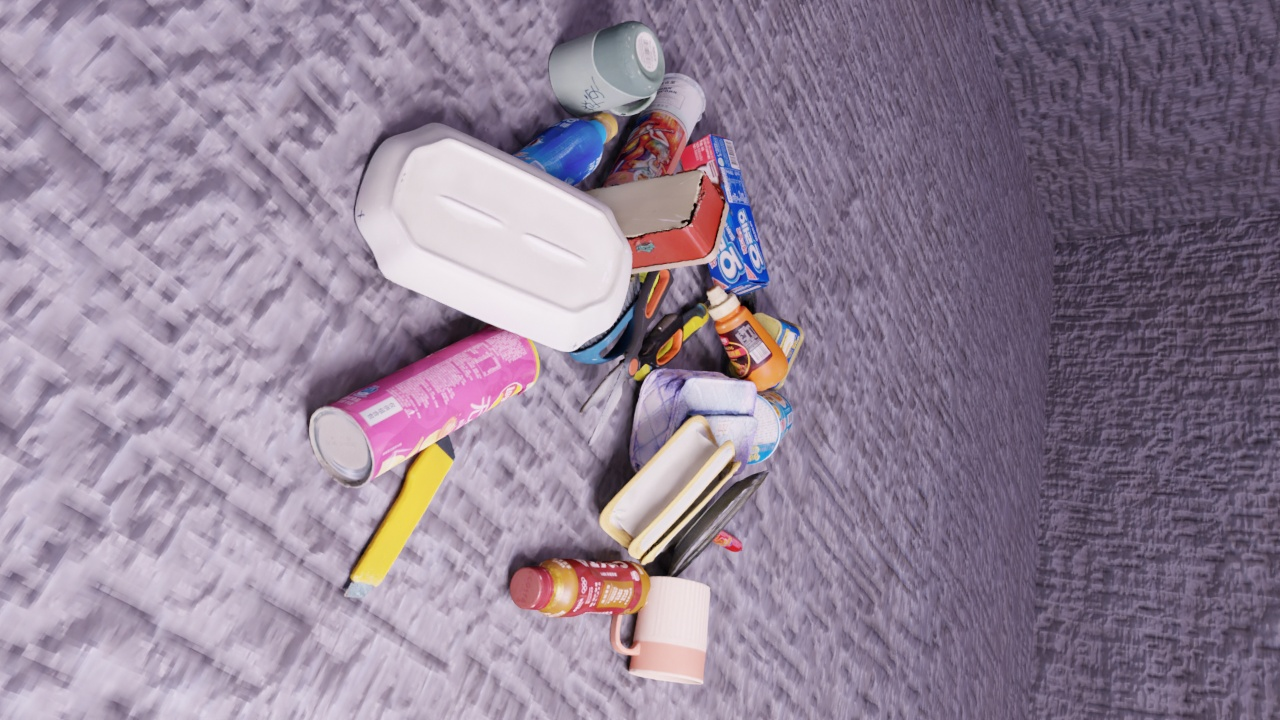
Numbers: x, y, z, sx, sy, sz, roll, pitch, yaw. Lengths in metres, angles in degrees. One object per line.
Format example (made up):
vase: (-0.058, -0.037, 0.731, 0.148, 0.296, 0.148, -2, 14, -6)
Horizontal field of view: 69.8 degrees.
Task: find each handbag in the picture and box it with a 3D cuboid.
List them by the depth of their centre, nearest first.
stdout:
handbag: (0.047, 0.161, 1.030, 0.163, 0.063, 0.179, -45, 152, -8)
handbag: (0.071, 0.082, 1.119, 0.193, 0.076, 0.134, 3, 100, -54)

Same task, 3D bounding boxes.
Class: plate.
plate: (-0.118, -0.113, 0.824, 0.265, 0.034, 0.161, 24, 70, -24)
plate: (0.086, 0.191, 1.091, 0.024, 0.180, 0.179, 41, 34, 14)

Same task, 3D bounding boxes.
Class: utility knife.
utility knife: (-0.203, 0.131, 0.779, 0.033, 0.015, 0.167, 51, 47, -30)

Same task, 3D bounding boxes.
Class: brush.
brush: (-0.033, -0.043, 1.014, 0.143, 0.055, 0.073, -55, 128, -44)

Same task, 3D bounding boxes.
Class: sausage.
sausage: (0.094, 0.224, 1.192, 0.156, 0.020, 0.020, 38, 55, -46)

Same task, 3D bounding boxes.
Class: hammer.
hammer: (0.075, -0.054, 1.194, 0.322, 0.032, 0.126, -40, 117, -50)

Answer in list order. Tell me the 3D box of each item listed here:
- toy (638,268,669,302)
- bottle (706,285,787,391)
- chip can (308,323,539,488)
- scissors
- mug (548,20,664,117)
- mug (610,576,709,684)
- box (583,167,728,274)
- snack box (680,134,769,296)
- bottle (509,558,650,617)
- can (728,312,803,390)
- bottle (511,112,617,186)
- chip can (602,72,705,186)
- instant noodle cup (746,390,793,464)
toy: (0.008, -0.119, 1.107, 0.099, 0.031, 0.097, -22, 103, -50)
bottle: (0.131, -0.033, 1.186, 0.149, 0.067, 0.066, 55, 42, -14)
chip can: (-0.177, 0.031, 0.783, 0.209, 0.072, 0.071, -34, 112, -51)
scissors: (-0.009, -0.015, 1.001, 0.226, 0.022, 0.198, -20, 117, -59)
mug: (-0.027, -0.315, 1.020, 0.111, 0.107, 0.082, 40, 53, -46)
mug: (0.021, 0.301, 1.032, 0.114, 0.082, 0.105, 18, 65, -22)
box: (-0.001, -0.150, 0.977, 0.077, 0.169, 0.091, 47, 49, -45)
snack box: (0.111, -0.190, 1.209, 0.057, 0.058, 0.207, -4, 78, -51)
bottle: (-0.060, 0.231, 0.933, 0.174, 0.058, 0.057, 18, 70, -53)
can: (0.174, -0.013, 1.277, 0.083, 0.057, 0.102, 13, 102, -60)
bottle: (-0.087, -0.210, 0.955, 0.218, 0.065, 0.065, -50, 125, -47)
chip can: (0.015, -0.253, 1.103, 0.071, 0.071, 0.214, 53, 46, -37)
instant noodle cup: (0.161, 0.082, 1.250, 0.109, 0.099, 0.099, -13, 96, -62)
